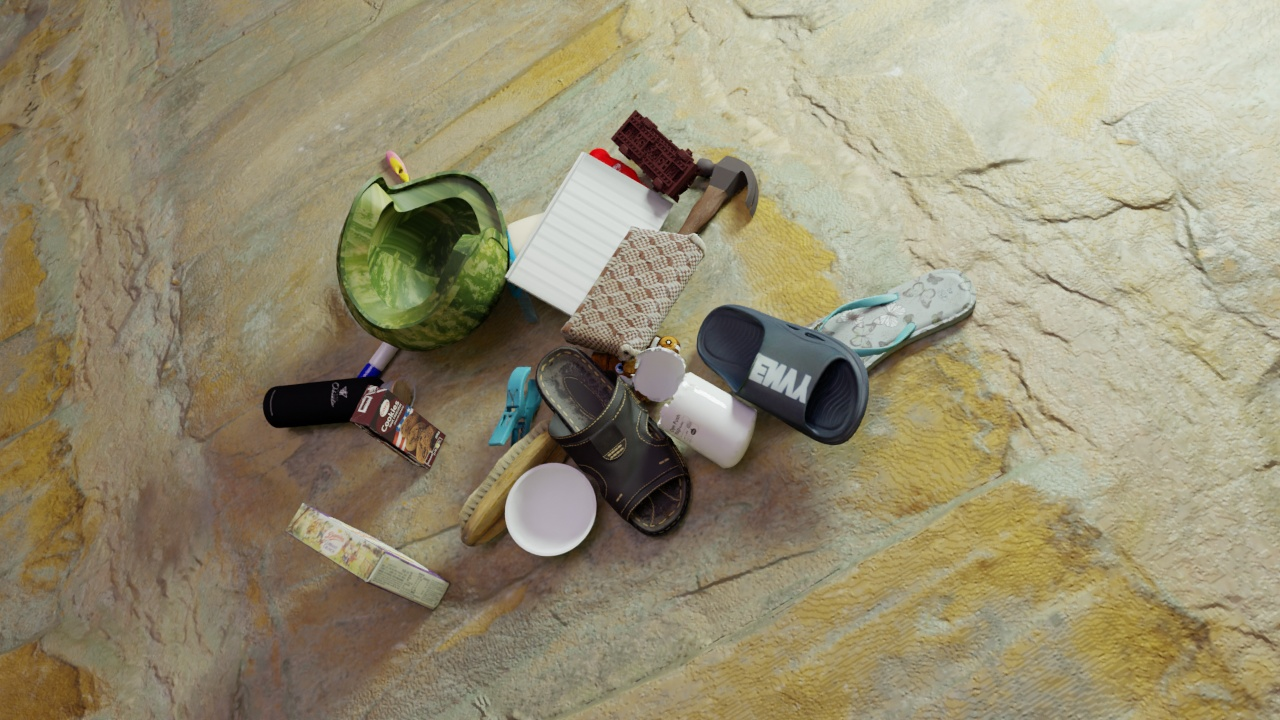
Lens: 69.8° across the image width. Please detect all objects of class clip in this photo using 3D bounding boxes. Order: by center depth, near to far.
[{"bbox_3d":[-0.150,0.075,1.185,0.028,0.113,0.126,0,69,22],"label":"clip"}]

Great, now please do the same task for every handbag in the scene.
[{"bbox_3d":[-0.007,-0.084,1.149,0.124,0.047,0.185,18,68,41],"label":"handbag"}]

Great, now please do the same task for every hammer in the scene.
[{"bbox_3d":[0.042,-0.143,1.227,0.115,0.033,0.322,30,77,36],"label":"hammer"}]

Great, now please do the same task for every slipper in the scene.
[{"bbox_3d":[0.143,-0.001,1.038,0.268,0.083,0.111,34,101,47],"label":"slipper"},{"bbox_3d":[0.258,-0.039,1.067,0.269,0.055,0.098,-30,53,2],"label":"slipper"},{"bbox_3d":[-0.037,0.086,1.079,0.113,0.076,0.268,-36,71,-4],"label":"slipper"}]

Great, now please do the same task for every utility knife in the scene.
[{"bbox_3d":[-0.182,-0.128,1.321,0.031,0.015,0.205,-32,56,8],"label":"utility knife"}]

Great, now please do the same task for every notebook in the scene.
[{"bbox_3d":[-0.065,-0.159,1.213,0.142,0.009,0.209,29,74,-2],"label":"notebook"}]

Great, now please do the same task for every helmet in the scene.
[{"bbox_3d":[-0.285,-0.130,1.232,0.213,0.246,0.244,24,109,1],"label":"helmet"}]

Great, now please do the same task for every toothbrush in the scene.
[{"bbox_3d":[-0.392,-0.307,1.508,0.021,0.016,0.135,-38,53,1],"label":"toothbrush"}]

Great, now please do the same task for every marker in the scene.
[{"bbox_3d":[-0.363,-0.020,1.329,0.027,0.023,0.133,16,68,52],"label":"marker"}]

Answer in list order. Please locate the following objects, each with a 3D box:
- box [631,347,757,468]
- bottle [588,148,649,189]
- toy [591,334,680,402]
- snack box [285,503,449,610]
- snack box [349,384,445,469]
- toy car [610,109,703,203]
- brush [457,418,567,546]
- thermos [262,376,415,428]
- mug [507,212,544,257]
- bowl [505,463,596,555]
[{"bbox_3d":[0.053,0.052,1.056,0.166,0.083,0.092,30,36,3],"label":"box"},{"bbox_3d":[-0.030,-0.267,1.322,0.036,0.036,0.119,-45,56,-7],"label":"bottle"},{"bbox_3d":[-0.007,0.007,1.143,0.113,0.067,0.087,6,79,11],"label":"toy"},{"bbox_3d":[-0.324,0.236,1.096,0.148,0.143,0.040,20,73,30],"label":"snack box"},{"bbox_3d":[-0.307,0.087,1.173,0.032,0.141,0.051,11,67,27],"label":"snack box"},{"bbox_3d":[0.028,-0.280,1.278,0.070,0.061,0.169,-48,48,11],"label":"toy car"},{"bbox_3d":[-0.153,0.146,1.127,0.043,0.059,0.195,29,73,42],"label":"brush"},{"bbox_3d":[-0.415,0.056,1.283,0.232,0.061,0.061,-6,60,19],"label":"thermos"},{"bbox_3d":[-0.117,-0.146,1.253,0.100,0.096,0.120,-18,56,-1],"label":"mug"},{"bbox_3d":[-0.102,0.181,1.094,0.110,0.040,0.109,-4,68,9],"label":"bowl"}]
